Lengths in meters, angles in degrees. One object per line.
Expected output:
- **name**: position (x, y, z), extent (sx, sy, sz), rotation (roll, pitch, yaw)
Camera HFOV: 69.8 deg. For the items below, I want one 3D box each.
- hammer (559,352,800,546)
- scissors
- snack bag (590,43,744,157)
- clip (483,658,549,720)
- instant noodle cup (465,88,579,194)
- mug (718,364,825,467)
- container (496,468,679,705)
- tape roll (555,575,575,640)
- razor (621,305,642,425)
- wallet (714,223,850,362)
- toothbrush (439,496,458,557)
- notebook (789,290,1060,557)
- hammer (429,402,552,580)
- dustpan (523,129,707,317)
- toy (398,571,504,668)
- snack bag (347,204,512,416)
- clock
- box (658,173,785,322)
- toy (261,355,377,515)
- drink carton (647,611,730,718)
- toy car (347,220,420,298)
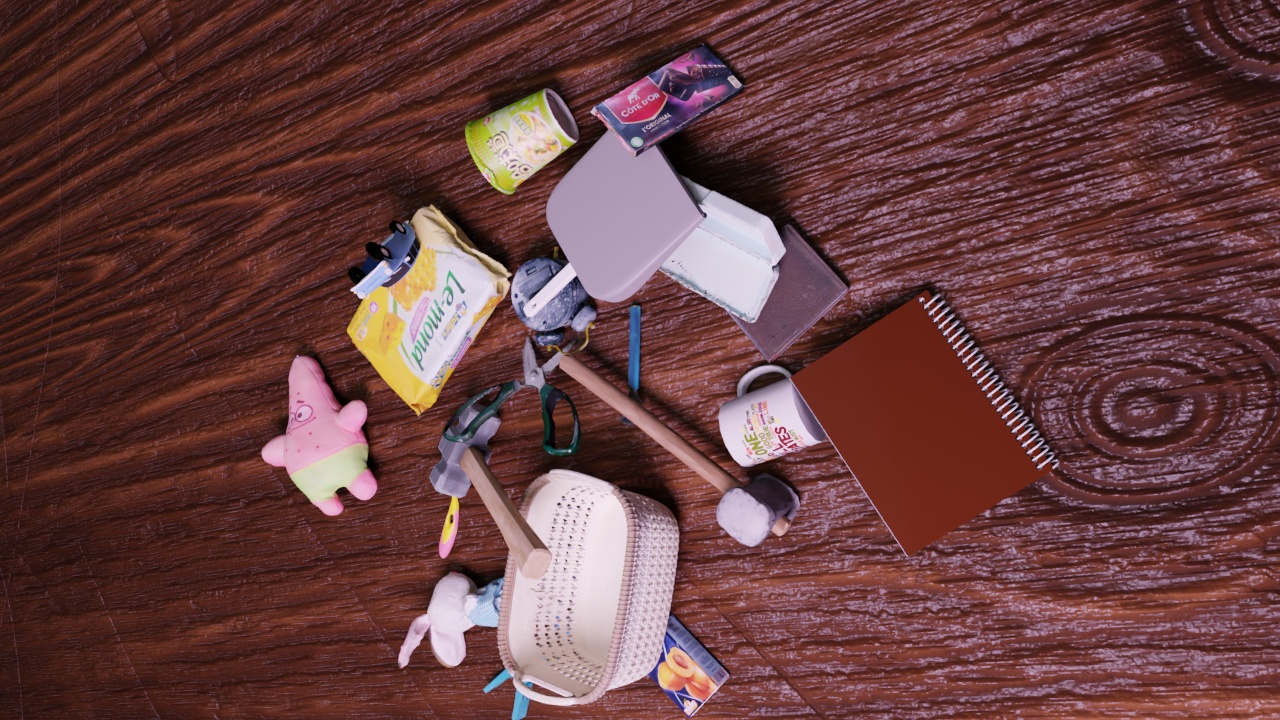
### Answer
- **hammer**: position (0.033, 0.089, 1.036), extent (0.328, 0.097, 0.052), rotation (37, 111, 22)
- **scissors**: position (-0.154, 0.055, 1.108), extent (0.204, 0.015, 0.201), rotation (-24, 47, 8)
- **snack bag**: position (0.032, -0.280, 0.984), extent (0.155, 0.018, 0.074), rotation (-35, 72, -15)
- **clip**: position (-0.169, 0.404, 1.221), extent (0.113, 0.028, 0.127), rotation (44, 115, 15)
- **instant noodle cup**: position (-0.136, -0.266, 1.093), extent (0.108, 0.098, 0.099), rotation (-26, 83, 20)
- **mug**: position (0.140, 0.053, 0.991), extent (0.090, 0.073, 0.105), rotation (-24, 55, 28)
- **container**: position (-0.055, 0.253, 1.044), extent (0.185, 0.142, 0.246), rotation (7, 84, 40)
- **tape roll**: position (-0.074, 0.313, 1.161), extent (0.091, 0.016, 0.093), rotation (-16, 88, 29)
- **razor**: position (-0.006, 0.006, 1.089), extent (0.042, 0.022, 0.144), rotation (2, 96, 27)
- **wallet**: position (0.150, -0.073, 0.991), extent (0.120, 0.031, 0.099), rotation (-44, 77, 23)
- **toothbrush**: position (-0.256, 0.208, 1.252), extent (0.021, 0.016, 0.135), rotation (21, 107, 23)
- **notebook**: position (0.278, 0.059, 0.908), extent (0.172, 0.022, 0.209), rotation (-33, 79, 7)
- **hammer**: position (-0.173, 0.158, 1.079), extent (0.117, 0.051, 0.323), rotation (-63, 31, 7)
- **dustpan**: position (-0.052, -0.134, 1.027), extent (0.258, 0.033, 0.163), rotation (-41, 64, 24)
- **toy**: position (-0.228, 0.319, 1.206), extent (0.206, 0.131, 0.105), rotation (-35, 63, 21)
- **snack bag**: position (-0.277, -0.065, 1.200), extent (0.159, 0.068, 0.248), rotation (45, 113, 17)
- **clock**: position (-0.104, -0.068, 1.115), extent (0.090, 0.052, 0.129), rotation (-25, 82, 28)
- **box**: position (0.062, -0.135, 0.993), extent (0.197, 0.075, 0.126), rotation (34, 119, 36)
- **toy**: position (-0.455, 0.100, 1.305), extent (0.192, 0.096, 0.236), rotation (-26, 75, 20)
- **drink carton**: position (0.036, 0.352, 1.093), extent (0.130, 0.040, 0.064), rotation (43, 112, 18)
- **toy car**: position (-0.303, -0.119, 1.100), extent (0.056, 0.153, 0.055), rotation (-37, 113, 17)
